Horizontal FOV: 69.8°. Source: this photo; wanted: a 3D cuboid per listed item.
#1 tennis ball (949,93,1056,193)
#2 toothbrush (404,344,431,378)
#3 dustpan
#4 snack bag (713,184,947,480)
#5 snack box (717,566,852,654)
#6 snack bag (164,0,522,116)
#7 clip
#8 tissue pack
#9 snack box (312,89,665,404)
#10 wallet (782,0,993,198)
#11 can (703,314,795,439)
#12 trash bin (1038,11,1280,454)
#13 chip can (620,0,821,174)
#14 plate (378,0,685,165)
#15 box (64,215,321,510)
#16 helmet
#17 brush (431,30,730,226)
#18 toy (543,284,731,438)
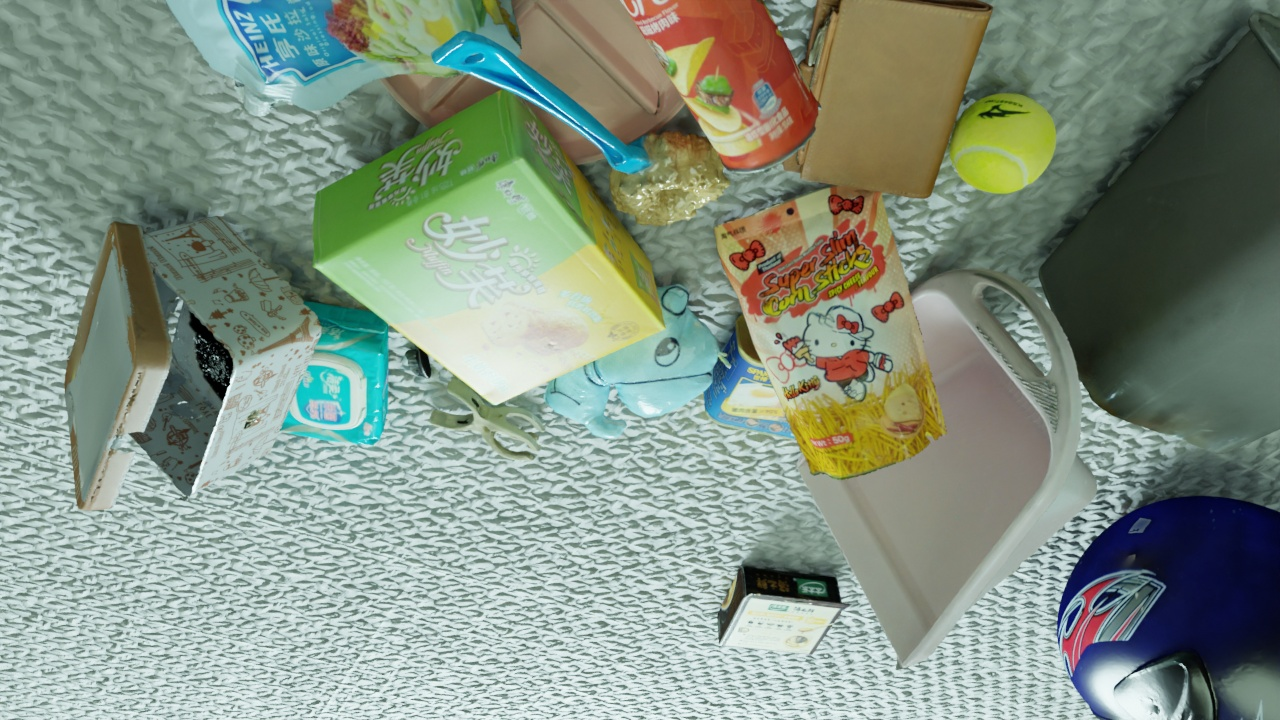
[{"bbox_3d":[0.240,-0.144,0.610,0.065,0.065,0.066,-1,133,-1],"label":"tennis ball"},{"bbox_3d":[-0.200,-0.053,0.725,0.017,0.014,0.189,1,134,14],"label":"toothbrush"},{"bbox_3d":[0.219,0.066,0.715,0.274,0.222,0.138,-45,133,18],"label":"dustpan"},{"bbox_3d":[0.144,-0.022,0.683,0.129,0.073,0.208,-18,99,16],"label":"snack bag"},{"bbox_3d":[0.156,0.276,1.014,0.113,0.053,0.126,9,132,-9],"label":"snack box"},{"bbox_3d":[-0.173,-0.203,0.532,0.191,0.038,0.110,-9,143,10],"label":"snack bag"},{"bbox_3d":[-0.135,0.056,0.816,0.100,0.034,0.071,26,129,-17],"label":"clip"},{"bbox_3d":[-0.256,0.009,0.756,0.093,0.050,0.134,9,132,-7],"label":"tissue pack"},{"bbox_3d":[-0.097,-0.066,0.641,0.158,0.070,0.210,-23,143,16],"label":"snack box"},{"bbox_3d":[0.155,-0.173,0.600,0.108,0.031,0.132,9,130,4],"label":"wallet"},{"bbox_3d":[0.111,0.016,0.767,0.102,0.057,0.083,13,134,-14],"label":"can"},{"bbox_3d":[0.415,-0.066,0.612,0.198,0.198,0.220,17,137,-17],"label":"trash bin"},{"bbox_3d":[0.024,-0.205,0.508,0.073,0.073,0.216,-24,129,20],"label":"chip can"},{"bbox_3d":[-0.063,-0.223,0.556,0.229,0.028,0.230,0,133,0],"label":"plate"},{"bbox_3d":[-0.352,0.004,0.660,0.146,0.147,0.182,42,127,7],"label":"box"},{"bbox_3d":[0.534,0.276,0.891,0.240,0.246,0.316,31,133,29],"label":"helmet"},{"bbox_3d":[-0.026,-0.138,0.558,0.083,0.045,0.254,-22,158,29],"label":"brush"},{"bbox_3d":[-0.004,0.004,0.754,0.156,0.049,0.162,9,124,6],"label":"toy"}]
